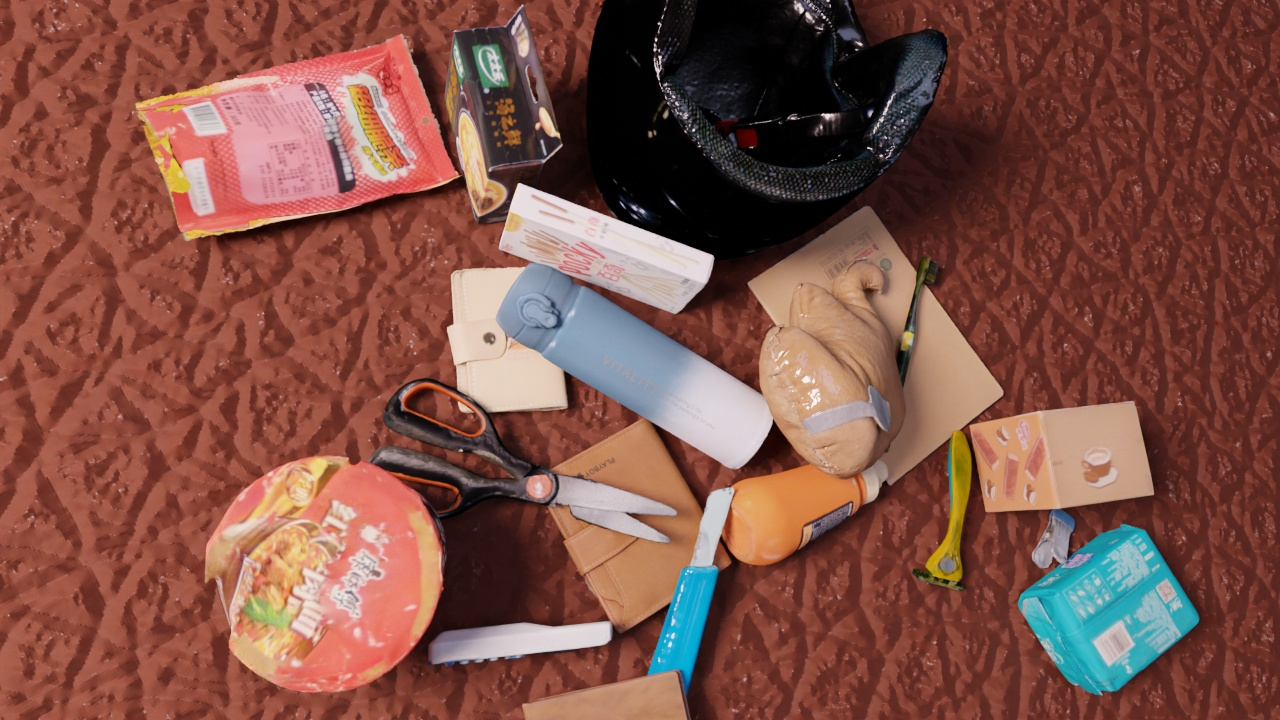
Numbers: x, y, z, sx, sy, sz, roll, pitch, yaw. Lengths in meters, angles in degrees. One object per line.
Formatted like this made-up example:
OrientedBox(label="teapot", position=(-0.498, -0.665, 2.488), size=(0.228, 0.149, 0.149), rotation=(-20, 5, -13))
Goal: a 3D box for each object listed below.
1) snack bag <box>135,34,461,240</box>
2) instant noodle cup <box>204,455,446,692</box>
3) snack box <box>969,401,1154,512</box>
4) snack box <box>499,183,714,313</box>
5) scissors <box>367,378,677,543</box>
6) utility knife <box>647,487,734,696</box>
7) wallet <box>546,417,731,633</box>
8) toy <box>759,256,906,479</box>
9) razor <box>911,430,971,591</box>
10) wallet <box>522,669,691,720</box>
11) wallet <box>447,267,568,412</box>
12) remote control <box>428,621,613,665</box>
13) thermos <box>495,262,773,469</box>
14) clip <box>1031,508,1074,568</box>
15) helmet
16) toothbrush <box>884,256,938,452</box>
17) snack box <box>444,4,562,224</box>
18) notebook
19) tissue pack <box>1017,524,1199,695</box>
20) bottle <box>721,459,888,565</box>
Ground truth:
OrientedBox(label="snack bag", position=(-0.252, -0.166, 0.689), size=(0.207, 0.073, 0.128), rotation=(-21, 86, -24))
OrientedBox(label="instant noodle cup", position=(-0.185, 0.129, 0.588), size=(0.138, 0.108, 0.138), rotation=(0, 85, -2))
OrientedBox(label="snack box", position=(0.344, 0.081, 0.757), size=(0.092, 0.094, 0.077), rotation=(-4, 80, -16))
OrientedBox(label="snack box", position=(-0.029, -0.084, 0.710), size=(0.156, 0.085, 0.026), rotation=(19, 73, -9))
OrientedBox(label="scissors", position=(-0.083, 0.072, 0.662), size=(0.234, 0.022, 0.161), rotation=(-7, 77, -3))
OrientedBox(label="utility knife", position=(0.034, 0.189, 0.667), size=(0.034, 0.018, 0.203), rotation=(17, 86, -4))
OrientedBox(label="wallet", position=(-0.006, 0.122, 0.692), size=(0.107, 0.031, 0.131), rotation=(-27, 82, -21))
OrientedBox(label="toy", position=(0.162, 0.001, 0.725), size=(0.143, 0.083, 0.225), rotation=(63, 33, -16))
OrientedBox(label="razor", position=(0.257, 0.120, 0.759), size=(0.043, 0.028, 0.132), rotation=(15, 75, -7))
OrientedBox(label="wallet", position=(-0.017, 0.277, 0.638), size=(0.115, 0.020, 0.101), rotation=(-14, 80, 0))
OrientedBox(label="wallet", position=(-0.104, -0.017, 0.706), size=(0.087, 0.024, 0.115), rotation=(-4, 78, -14))
OrientedBox(label="remote control", position=(-0.084, 0.196, 0.641), size=(0.124, 0.049, 0.024), rotation=(-1, 73, -15))
OrientedBox(label="thermos", position=(-0.004, 0.004, 0.689), size=(0.220, 0.070, 0.070), rotation=(31, 70, -13))
OrientedBox(label="clip", position=(0.356, 0.152, 0.785), size=(0.024, 0.026, 0.056), rotation=(38, 56, -5))
OrientedBox(label="helmet", position=(0.071, -0.210, 0.697), size=(0.233, 0.231, 0.274), rotation=(19, 54, -21))
OrientedBox(label="toothbrush", position=(0.229, -0.007, 0.787), size=(0.017, 0.012, 0.185), rotation=(25, 70, -19))
OrientedBox(label="snack box", position=(-0.108, -0.181, 0.693), size=(0.053, 0.126, 0.113), rotation=(-13, 79, -18))
OrientedBox(label="notebook", position=(0.206, -0.018, 0.795), size=(0.147, 0.008, 0.207), rotation=(-33, 86, -20))
OrientedBox(label="tissue pack", position=(0.390, 0.204, 0.761), size=(0.133, 0.050, 0.093), rotation=(-26, 82, -20))
OrientedBox(label="bottle", position=(0.134, 0.108, 0.718), size=(0.149, 0.067, 0.066), rotation=(-17, 80, -26))
